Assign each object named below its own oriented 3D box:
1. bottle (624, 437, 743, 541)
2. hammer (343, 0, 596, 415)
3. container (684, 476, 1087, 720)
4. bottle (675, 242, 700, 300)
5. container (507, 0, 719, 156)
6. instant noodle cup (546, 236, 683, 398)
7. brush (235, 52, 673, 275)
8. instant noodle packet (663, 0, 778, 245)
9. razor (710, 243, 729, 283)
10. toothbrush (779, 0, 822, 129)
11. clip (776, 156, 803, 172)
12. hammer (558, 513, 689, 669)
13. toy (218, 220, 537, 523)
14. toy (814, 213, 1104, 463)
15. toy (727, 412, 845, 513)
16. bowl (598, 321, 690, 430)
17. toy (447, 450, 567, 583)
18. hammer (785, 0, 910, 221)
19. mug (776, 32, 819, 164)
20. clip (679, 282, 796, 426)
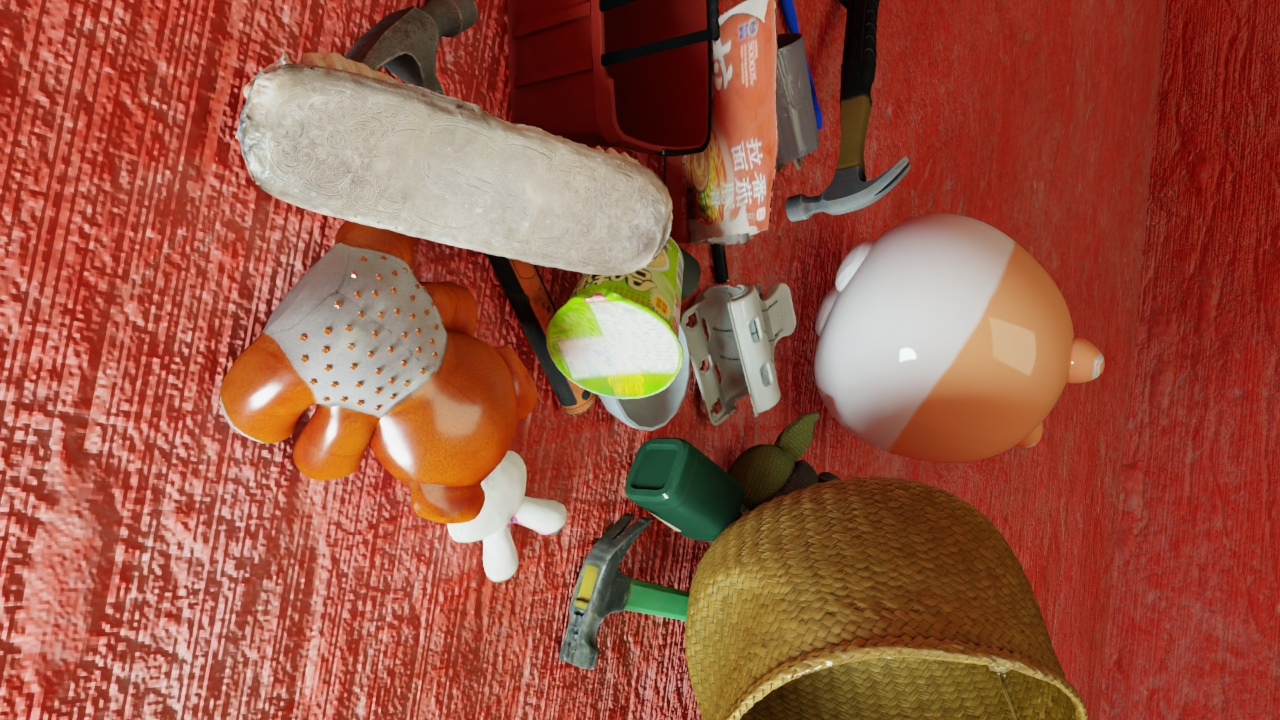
[{"bbox_3d":[0.052,0.125,0.822,0.131,0.061,0.061,40,60,-36],"label":"bottle"},{"bbox_3d":[-0.107,-0.082,0.642,0.137,0.035,0.315,-49,129,-37],"label":"hammer"},{"bbox_3d":[0.190,0.246,0.771,0.307,0.307,0.196,55,21,-38],"label":"container"},{"bbox_3d":[-0.018,-0.103,0.741,0.184,0.045,0.045,31,69,-48],"label":"bottle"},{"bbox_3d":[0.006,-0.218,0.637,0.126,0.201,0.148,-9,100,-50],"label":"container"},{"bbox_3d":[-0.009,-0.042,0.683,0.099,0.099,0.107,60,30,-35],"label":"instant noodle cup"},{"bbox_3d":[-0.098,-0.111,0.552,0.270,0.056,0.083,9,109,-33],"label":"brush"},{"bbox_3d":[0.078,-0.176,0.717,0.084,0.221,0.164,1,95,-9],"label":"instant noodle packet"},{"bbox_3d":[0.071,-0.143,0.871,0.042,0.022,0.144,-96,-178,-75],"label":"razor"},{"bbox_3d":[0.166,-0.333,0.978,0.016,0.018,0.182,-44,122,-40],"label":"toothbrush"},{"bbox_3d":[0.162,-0.222,0.960,0.060,0.041,0.024,-58,135,-23],"label":"clip"},{"bbox_3d":[0.047,0.231,0.863,0.318,0.032,0.130,29,70,-49],"label":"hammer"},{"bbox_3d":[-0.147,0.011,0.566,0.172,0.093,0.163,46,55,-28],"label":"toy"},{"bbox_3d":[0.332,-0.018,0.994,0.264,0.281,0.263,-52,166,-41],"label":"toy"},{"bbox_3d":[0.149,0.152,0.909,0.179,0.078,0.153,-41,86,-18],"label":"toy"},{"bbox_3d":[-0.005,0.004,0.772,0.106,0.039,0.106,-6,97,-51],"label":"bowl"},{"bbox_3d":[-0.106,0.101,0.658,0.079,0.038,0.123,-45,127,-24],"label":"toy"},{"bbox_3d":[0.226,-0.286,0.961,0.025,0.118,0.332,48,44,-45],"label":"hammer"},{"bbox_3d":[0.126,-0.257,0.892,0.123,0.084,0.104,-73,149,-60],"label":"mug"},{"bbox_3d":[0.112,-0.020,0.887,0.151,0.096,0.126,-34,122,-33],"label":"clip"}]
